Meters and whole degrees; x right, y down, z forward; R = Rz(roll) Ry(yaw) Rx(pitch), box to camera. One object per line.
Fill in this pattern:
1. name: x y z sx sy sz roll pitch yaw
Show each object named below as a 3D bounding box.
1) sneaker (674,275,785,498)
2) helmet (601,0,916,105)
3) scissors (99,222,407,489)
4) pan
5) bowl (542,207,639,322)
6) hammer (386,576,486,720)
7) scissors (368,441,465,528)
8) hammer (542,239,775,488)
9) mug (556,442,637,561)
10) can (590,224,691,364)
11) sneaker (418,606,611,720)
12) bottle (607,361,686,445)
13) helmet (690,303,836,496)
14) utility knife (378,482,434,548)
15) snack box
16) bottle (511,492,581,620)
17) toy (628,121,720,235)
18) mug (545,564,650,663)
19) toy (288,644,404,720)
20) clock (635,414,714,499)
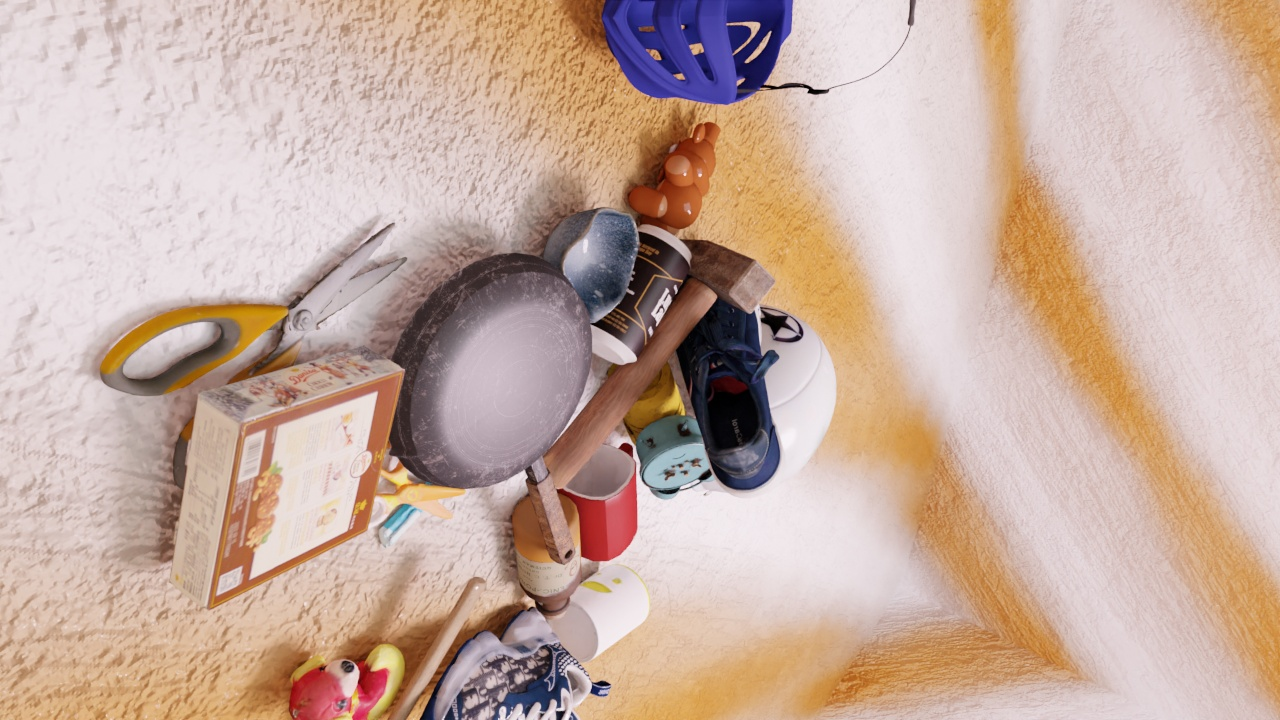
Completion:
1. sneaker: 0.084 -0.013 0.947 0.127 0.121 0.294 55 22 -55
2. helmet: 0.096 -0.285 0.752 0.240 0.228 0.148 -30 126 -50
3. scissors: -0.237 -0.008 0.607 0.224 0.016 0.166 -36 140 -45
4. pan: -0.096 0.072 0.785 0.207 0.040 0.357 -41 138 -28
5. bowl: -0.052 -0.091 0.825 0.110 0.055 0.110 -40 143 -40
6. hammer: -0.225 0.339 0.811 0.331 0.031 0.119 -58 171 -2
7. scissors: -0.196 0.119 0.759 0.083 0.012 0.133 -58 141 -13
8. hammer: -0.006 0.005 0.939 0.037 0.158 0.301 39 89 -32
9. mug: -0.038 0.146 1.010 0.116 0.080 0.097 -49 148 -43
10. can: -0.007 -0.064 0.907 0.128 0.072 0.072 -59 152 -13
11. sneaker: -0.119 0.340 0.910 0.103 0.132 0.269 -62 165 9
12. bottle: 0.014 0.060 1.047 0.071 0.071 0.164 -54 150 -22
13. helmet: 0.157 0.057 1.147 0.263 0.164 0.237 -60 156 -50
14. utility knife: -0.170 0.102 0.808 0.158 0.015 0.022 -47 147 -29
15. snack box: -0.234 0.074 0.619 0.146 0.041 0.143 -25 138 -60
16. bottle: -0.096 0.216 0.970 0.067 0.068 0.157 -40 143 -40
17. toy: 0.041 -0.188 0.926 0.095 0.065 0.127 69 42 -63
18. mug: -0.050 0.304 1.106 0.106 0.082 0.083 -21 129 -53
19. toy: -0.251 0.286 0.773 0.105 0.067 0.137 -58 164 -11
20. clock: 0.042 0.110 1.018 0.090 0.053 0.124 -22 144 3
